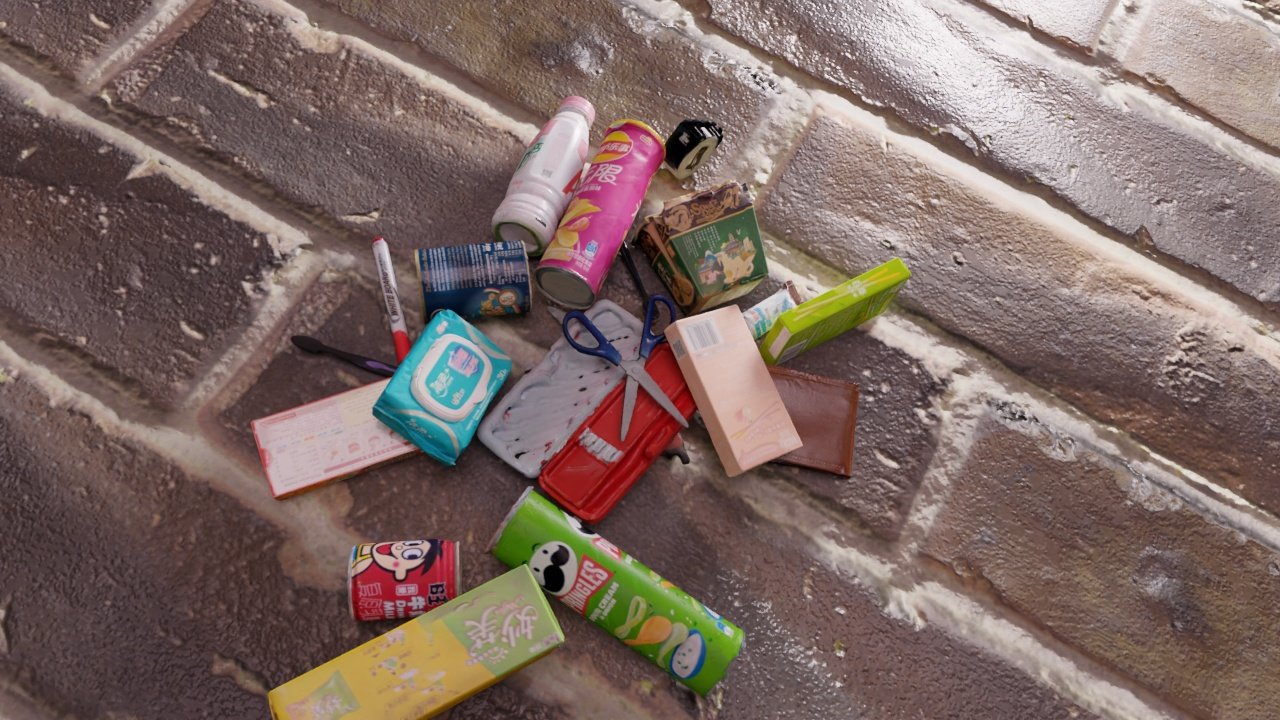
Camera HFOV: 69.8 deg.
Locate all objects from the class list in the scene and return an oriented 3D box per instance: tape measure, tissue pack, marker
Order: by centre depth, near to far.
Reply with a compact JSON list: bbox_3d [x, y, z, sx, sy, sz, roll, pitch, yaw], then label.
[{"bbox_3d":[-0.186,0.026,0.865,0.093,0.050,0.133,37,51,-16],"label":"tissue pack"},{"bbox_3d":[-0.254,-0.062,0.941,0.017,0.017,0.145,-13,69,-13],"label":"marker"},{"bbox_3d":[0.055,-0.238,1.033,0.033,0.066,0.065,48,34,14],"label":"tape measure"}]

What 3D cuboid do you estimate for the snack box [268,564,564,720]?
[{"bbox_3d":[-0.172,0.249,0.737,0.209,0.158,0.070,-24,75,-17],"label":"snack box"}]

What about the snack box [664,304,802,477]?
[{"bbox_3d":[0.090,0.027,0.890,0.084,0.026,0.157,-17,79,-35],"label":"snack box"}]

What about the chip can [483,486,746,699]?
[{"bbox_3d":[-0.022,0.205,0.814,0.236,0.072,0.072,34,66,1],"label":"chip can"}]

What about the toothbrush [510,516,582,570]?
[{"bbox_3d":[-0.054,0.146,0.877,0.179,0.016,0.016,-40,79,-21],"label":"toothbrush"}]

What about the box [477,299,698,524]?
[{"bbox_3d":[-0.041,0.045,0.898,0.158,0.039,0.200,33,66,21],"label":"box"}]

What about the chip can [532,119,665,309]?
[{"bbox_3d":[-0.040,-0.156,0.967,0.071,0.072,0.210,22,62,2],"label":"chip can"}]

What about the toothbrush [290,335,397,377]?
[{"bbox_3d":[-0.256,0.009,0.914,0.189,0.017,0.014,19,75,-3],"label":"toothbrush"}]

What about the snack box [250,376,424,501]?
[{"bbox_3d":[-0.277,0.070,0.869,0.155,0.027,0.077,-18,78,-15],"label":"snack box"}]

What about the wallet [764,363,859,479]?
[{"bbox_3d":[0.160,0.062,0.938,0.124,0.032,0.101,12,68,-2],"label":"wallet"}]

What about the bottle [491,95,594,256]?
[{"bbox_3d":[-0.098,-0.207,1.001,0.068,0.068,0.196,19,62,1],"label":"bottle"}]

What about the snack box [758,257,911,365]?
[{"bbox_3d":[0.202,-0.049,0.961,0.156,0.086,0.026,-25,71,-17],"label":"snack box"}]

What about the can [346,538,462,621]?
[{"bbox_3d":[-0.205,0.192,0.807,0.093,0.067,0.066,-2,67,-9],"label":"can"}]

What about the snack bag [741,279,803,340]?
[{"bbox_3d":[0.133,-0.047,0.983,0.104,0.026,0.048,-26,84,-17],"label":"snack bag"}]

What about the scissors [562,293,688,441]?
[{"bbox_3d":[-0.010,-0.002,0.895,0.174,0.012,0.162,28,62,14],"label":"scissors"}]

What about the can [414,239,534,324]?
[{"bbox_3d":[-0.168,-0.080,0.928,0.111,0.075,0.075,-7,68,-12],"label":"can"}]

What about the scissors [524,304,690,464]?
[{"bbox_3d":[-0.004,0.009,0.945,0.188,0.015,0.225,-35,76,-20],"label":"scissors"}]

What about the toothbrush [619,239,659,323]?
[{"bbox_3d":[-0.017,-0.118,1.000,0.015,0.018,0.181,-19,68,-10],"label":"toothbrush"}]

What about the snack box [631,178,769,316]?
[{"bbox_3d":[0.069,-0.112,0.965,0.118,0.118,0.105,-20,83,-13],"label":"snack box"}]
